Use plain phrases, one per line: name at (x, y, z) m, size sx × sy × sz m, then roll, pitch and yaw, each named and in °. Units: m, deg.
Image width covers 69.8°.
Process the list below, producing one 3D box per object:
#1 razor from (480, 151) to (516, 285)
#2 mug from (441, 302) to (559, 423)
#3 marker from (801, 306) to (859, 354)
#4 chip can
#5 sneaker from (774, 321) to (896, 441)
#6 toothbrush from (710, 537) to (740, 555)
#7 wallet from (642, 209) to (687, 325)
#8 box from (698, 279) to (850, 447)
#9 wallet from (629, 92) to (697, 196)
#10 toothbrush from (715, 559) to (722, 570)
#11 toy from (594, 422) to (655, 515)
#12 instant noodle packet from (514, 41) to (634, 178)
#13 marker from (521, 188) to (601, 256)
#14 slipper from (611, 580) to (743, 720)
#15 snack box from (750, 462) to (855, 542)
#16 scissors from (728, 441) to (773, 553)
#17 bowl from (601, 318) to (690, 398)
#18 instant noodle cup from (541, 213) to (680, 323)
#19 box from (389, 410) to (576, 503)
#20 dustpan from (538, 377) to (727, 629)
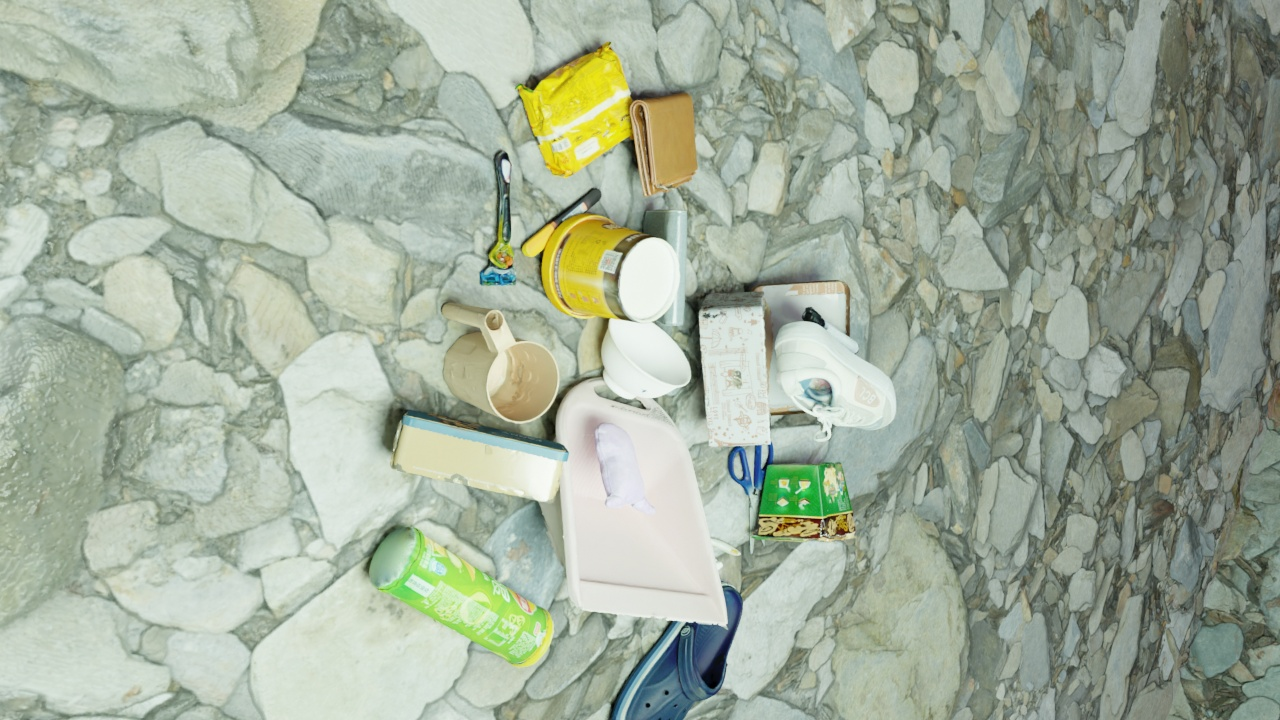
razor at (-0.146, -0.150, 0.976) m, size 0.042 × 0.022 × 0.143 m, roll -4°, pitch 100°, yaw -40°
mug at (-0.154, -0.002, 0.944) m, size 0.084 × 0.104 × 0.125 m, roll -37°, pitch 119°, yaw -27°
marker at (0.240, -0.036, 1.149) m, size 0.130 × 0.018 × 0.022 m, roll 26°, pitch 67°, yaw -47°
chip can at (-0.190, 0.255, 0.984) m, size 0.221 × 0.073 × 0.072 m, roll 44°, pitch 71°, yaw -35°
sneaker at (0.238, 0.047, 1.101) m, size 0.242 × 0.090 × 0.090 m, roll 35°, pitch 54°, yaw -42°
toothbrush at (0.074, 0.228, 1.222) m, size 0.191 × 0.016 × 0.018 m, roll 30°, pitch 71°, yaw -37°
wallet at (0.031, -0.110, 1.069) m, size 0.037 × 0.106 × 0.130 m, roll -2°, pitch 100°, yaw -16°
box at (0.173, 0.004, 1.144) m, size 0.226 × 0.156 × 0.180 m, roll -4°, pitch 103°, yaw -6°
wallet at (0.031, -0.250, 1.059) m, size 0.131 × 0.031 × 0.108 m, roll -37°, pitch 123°, yaw -57°
toothbrush at (0.038, 0.293, 1.204) m, size 0.179 × 0.016 × 0.016 m, roll -12°, pitch 103°, yaw -36°
toy at (-0.020, 0.115, 0.997) m, size 0.083 × 0.039 × 0.108 m, roll 26°, pitch 38°, yaw -49°
instant noodle packet at (-0.066, -0.272, 1.001) m, size 0.128 × 0.044 × 0.111 m, roll -36°, pitch 120°, yaw -25°
marker at (-0.087, -0.155, 1.026) m, size 0.123 × 0.015 × 0.018 m, roll -44°, pitch 123°, yaw -26°
slipper at (0.067, 0.407, 1.202) m, size 0.252 × 0.095 × 0.105 m, roll -53°, pitch 122°, yaw -22°
snack box at (0.228, 0.195, 1.277) m, size 0.118 × 0.118 × 0.105 m, roll 8°, pitch 80°, yaw -52°
scissors at (0.166, 0.184, 1.288) m, size 0.140 × 0.012 × 0.171 m, roll -50°, pitch 126°, yaw -20°
bowl at (-0.006, 0.006, 1.077) m, size 0.118 × 0.118 × 0.065 m, roll 18°, pitch 125°, yaw -39°
instant noodle cup at (-0.029, -0.096, 1.008) m, size 0.118 × 0.114 × 0.118 m, roll -15°, pitch 113°, yaw -40°
box at (-0.156, 0.097, 0.931) m, size 0.184 × 0.090 × 0.059 m, roll 12°, pitch 90°, yaw -12°
dustpan at (-0.005, 0.148, 1.028) m, size 0.222 × 0.273 × 0.139 m, roll 17°, pitch 112°, yaw -42°
